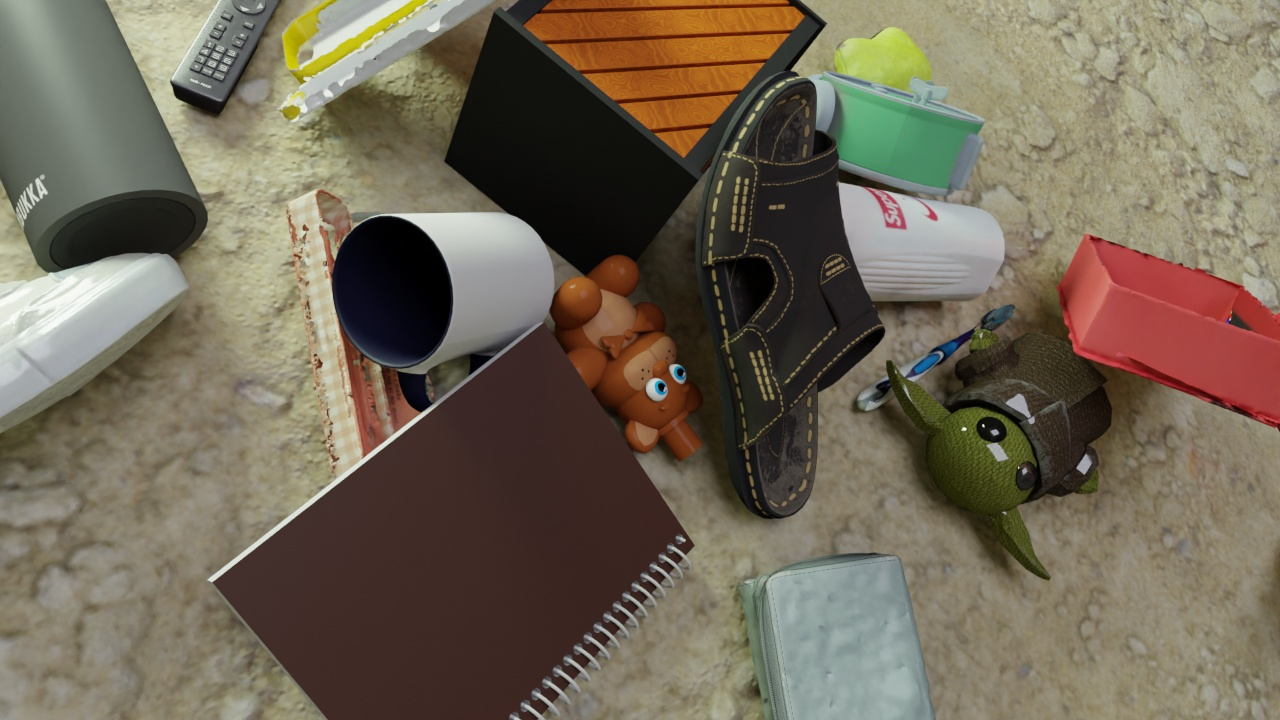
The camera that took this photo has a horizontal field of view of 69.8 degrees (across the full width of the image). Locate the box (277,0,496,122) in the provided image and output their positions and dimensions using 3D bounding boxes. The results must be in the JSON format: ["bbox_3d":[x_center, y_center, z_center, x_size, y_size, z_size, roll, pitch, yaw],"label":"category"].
[{"bbox_3d":[-0.122,-0.216,0.539,0.210,0.036,0.129,-28,41,6],"label":"box"}]

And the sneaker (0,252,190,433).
[{"bbox_3d":[-0.325,0.004,0.402,0.241,0.090,0.091,-41,103,-28],"label":"sneaker"}]

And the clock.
[{"bbox_3d":[0.168,-0.180,0.685,0.161,0.075,0.121,18,23,4],"label":"clock"}]

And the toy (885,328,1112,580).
[{"bbox_3d":[0.266,0.046,0.647,0.152,0.078,0.179,-34,86,-30],"label":"toy"}]

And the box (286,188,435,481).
[{"bbox_3d":[-0.152,-0.005,0.515,0.042,0.082,0.186,-20,74,17],"label":"box"}]

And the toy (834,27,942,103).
[{"bbox_3d":[0.213,-0.222,0.764,0.092,0.046,0.115,-26,87,-29],"label":"toy"}]

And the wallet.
[{"bbox_3d":[0.117,0.184,0.540,0.100,0.054,0.131,-4,71,-15],"label":"wallet"}]

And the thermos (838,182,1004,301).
[{"bbox_3d":[0.153,-0.084,0.654,0.220,0.100,0.099,0,68,-28],"label":"thermos"}]

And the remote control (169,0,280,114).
[{"bbox_3d":[-0.252,-0.212,0.577,0.032,0.015,0.136,20,59,-14],"label":"remote control"}]

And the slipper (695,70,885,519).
[{"bbox_3d":[0.093,-0.028,0.533,0.112,0.076,0.268,-26,118,-47],"label":"slipper"}]

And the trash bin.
[{"bbox_3d":[-0.005,-0.172,0.591,0.139,0.140,0.171,39,58,-3],"label":"trash bin"}]

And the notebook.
[{"bbox_3d":[-0.078,0.108,0.478,0.208,0.022,0.171,-42,106,-32],"label":"notebook"}]

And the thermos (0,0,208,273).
[{"bbox_3d":[-0.320,-0.166,0.488,0.082,0.082,0.240,-23,78,-30],"label":"thermos"}]

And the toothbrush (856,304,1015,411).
[{"bbox_3d":[0.225,-0.005,0.688,0.188,0.017,0.016,-27,81,-31],"label":"toothbrush"}]

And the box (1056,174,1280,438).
[{"bbox_3d":[0.389,-0.031,0.664,0.164,0.153,0.214,63,27,-8],"label":"box"}]

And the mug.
[{"bbox_3d":[-0.106,-0.025,0.507,0.096,0.079,0.112,-20,115,-63],"label":"mug"}]

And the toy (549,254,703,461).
[{"bbox_3d":[-0.003,0.003,0.561,0.094,0.065,0.127,-37,91,-39],"label":"toy"}]
